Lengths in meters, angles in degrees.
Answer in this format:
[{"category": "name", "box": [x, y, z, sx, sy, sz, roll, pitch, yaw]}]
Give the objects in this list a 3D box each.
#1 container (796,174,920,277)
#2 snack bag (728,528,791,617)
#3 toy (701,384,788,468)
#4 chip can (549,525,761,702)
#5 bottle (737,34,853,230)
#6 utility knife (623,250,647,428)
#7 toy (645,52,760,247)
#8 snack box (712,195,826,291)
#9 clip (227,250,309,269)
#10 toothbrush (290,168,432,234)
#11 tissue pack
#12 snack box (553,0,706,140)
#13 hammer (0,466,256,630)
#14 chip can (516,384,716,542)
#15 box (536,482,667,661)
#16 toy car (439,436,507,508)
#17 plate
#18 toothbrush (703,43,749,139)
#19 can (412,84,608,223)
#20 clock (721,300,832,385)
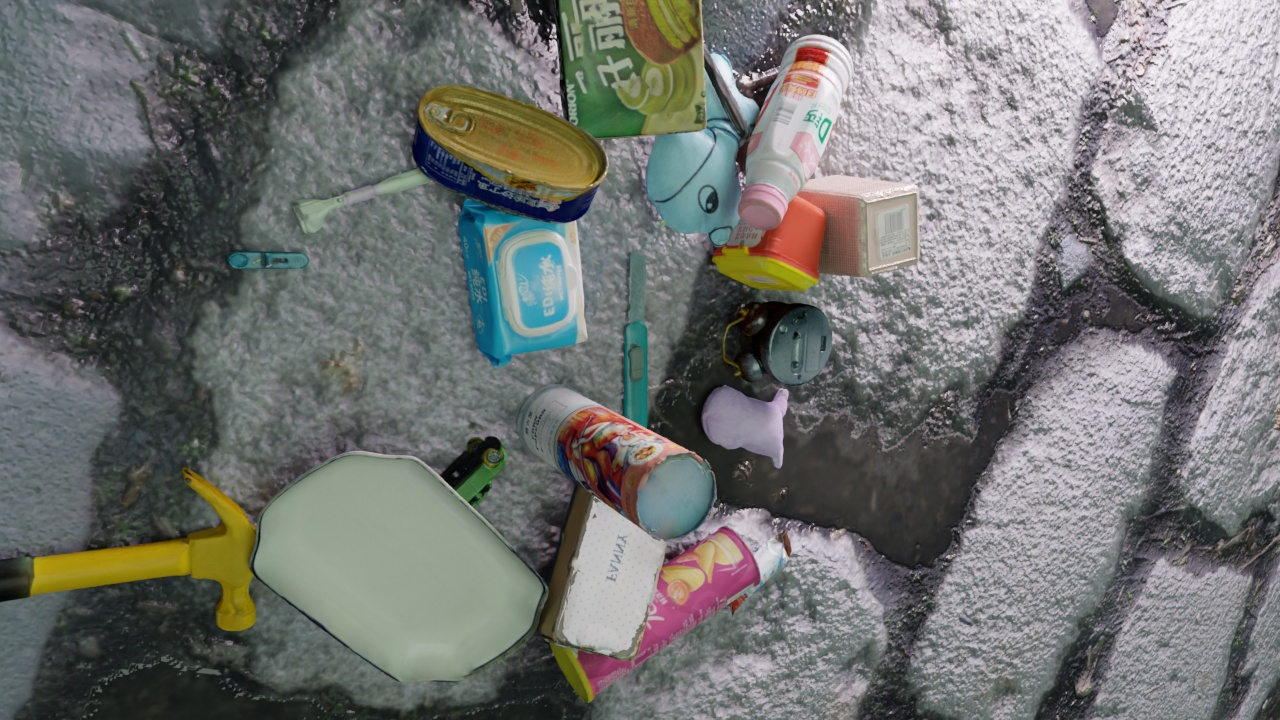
[{"category": "container", "box": [0.206, -0.130, 0.896, 0.090, 0.111, 0.090, -15, 109, -27]}, {"category": "snack bag", "box": [0.126, 0.227, 0.988, 0.104, 0.026, 0.048, -37, 130, -18]}, {"category": "toy", "box": [0.107, 0.060, 0.928, 0.108, 0.039, 0.083, 14, 77, -29]}, {"category": "chip can", "box": [0.017, 0.244, 0.900, 0.210, 0.071, 0.071, -28, 115, -23]}, {"category": "bottle", "box": [0.136, -0.204, 0.827, 0.068, 0.068, 0.196, 40, 60, -32]}, {"category": "utility knife", "box": [-0.005, 0.005, 0.861, 0.029, 0.013, 0.216, -7, 106, -30]}, {"category": "toy", "box": [0.054, -0.186, 0.829, 0.156, 0.050, 0.161, -43, 112, -15]}, {"category": "snack box", "box": [0.124, -0.113, 0.866, 0.082, 0.091, 0.080, 19, 85, -33]}, {"category": "clip", "box": [-0.274, -0.074, 0.676, 0.056, 0.042, 0.014, -4, 101, -29]}, {"category": "toothbrush", "box": [-0.178, -0.142, 0.720, 0.189, 0.020, 0.029, -25, 81, -25]}, {"category": "tissue pack", "box": [-0.095, -0.070, 0.759, 0.089, 0.063, 0.140, -14, 109, -28]}, {"category": "snack box", "box": [-0.013, -0.300, 0.733, 0.114, 0.063, 0.240, -5, 107, -7]}, {"category": "hammer", "box": [-0.423, 0.149, 0.636, 0.300, 0.033, 0.129, -3, 103, -30]}, {"category": "chip can", "box": [-0.026, 0.077, 0.746, 0.071, 0.215, 0.071, -8, 106, -29]}, {"category": "box", "box": [-0.028, 0.171, 0.828, 0.089, 0.061, 0.184, 23, 70, -17]}, {"category": "toy car", "box": [-0.149, 0.104, 0.782, 0.091, 0.043, 0.036, -48, 119, -10]}, {"category": "plate", "box": [-0.190, 0.169, 0.750, 0.162, 0.034, 0.266, -35, 124, 4]}, {"category": "toothbrush", "box": [0.053, -0.276, 0.800, 0.015, 0.018, 0.181, -36, 104, -31]}, {"category": "can", "box": [-0.101, -0.158, 0.709, 0.148, 0.049, 0.074, 17, 57, -12]}, {"category": "clock", "box": [0.134, -0.019, 0.914, 0.121, 0.055, 0.082, -4, 105, -29]}]
